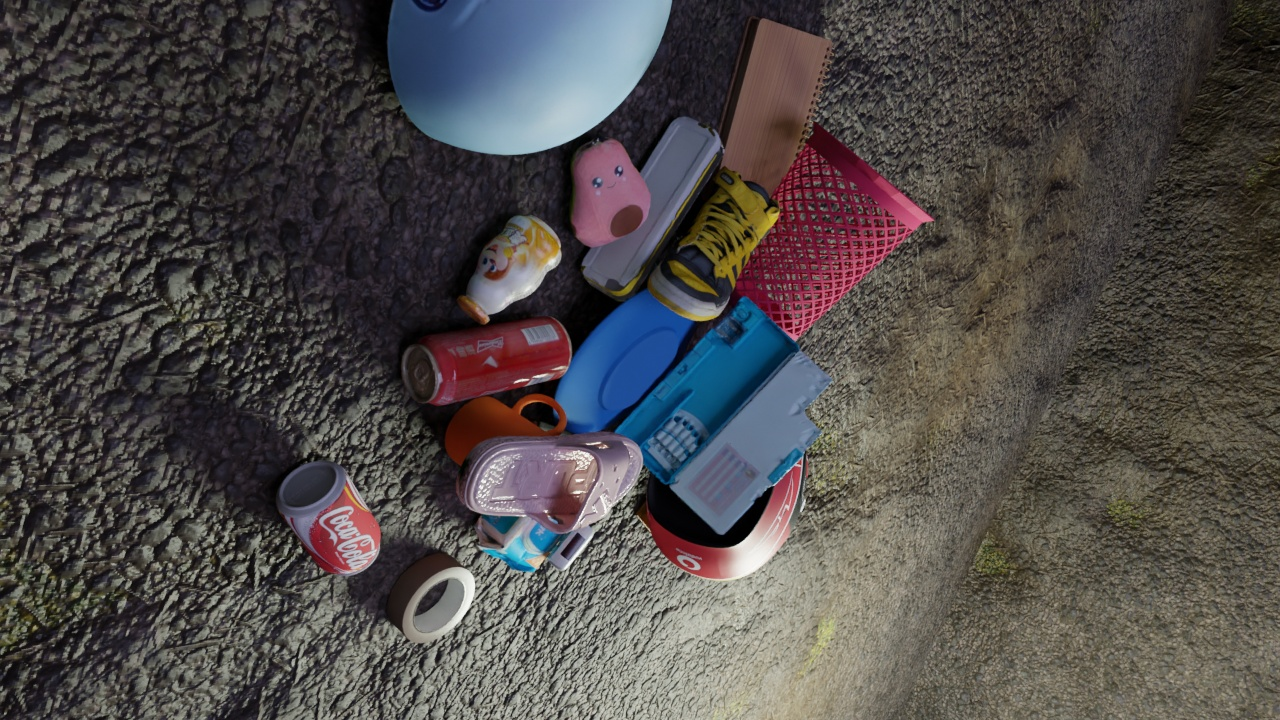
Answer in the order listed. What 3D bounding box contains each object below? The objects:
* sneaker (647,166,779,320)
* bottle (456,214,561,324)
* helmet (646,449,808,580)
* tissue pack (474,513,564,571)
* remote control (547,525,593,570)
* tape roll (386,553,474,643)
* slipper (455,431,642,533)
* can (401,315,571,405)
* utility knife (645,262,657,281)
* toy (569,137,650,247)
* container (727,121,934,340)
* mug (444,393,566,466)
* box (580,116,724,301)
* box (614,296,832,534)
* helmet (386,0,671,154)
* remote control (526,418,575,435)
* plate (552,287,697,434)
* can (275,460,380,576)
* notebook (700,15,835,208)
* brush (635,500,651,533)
[{"bbox_3d":[0.086,-0.131,0.992,0.122,0.086,0.238,-59,179,27],"label":"sneaker"},{"bbox_3d":[-0.125,-0.084,0.864,0.108,0.063,0.063,-51,143,-15],"label":"bottle"},{"bbox_3d":[0.118,0.150,1.198,0.271,0.198,0.224,-71,160,-3],"label":"helmet"},{"bbox_3d":[-0.117,0.170,1.044,0.144,0.062,0.093,-52,145,-12],"label":"tissue pack"},{"bbox_3d":[-0.084,0.219,1.092,0.060,0.025,0.138,-50,178,-12],"label":"remote control"},{"bbox_3d":[-0.227,0.258,0.996,0.093,0.030,0.094,-29,133,-37],"label":"tape roll"},{"bbox_3d":[-0.072,0.122,0.900,0.239,0.064,0.094,8,107,-51],"label":"slipper"},{"bbox_3d":[-0.145,-0.001,0.892,0.169,0.067,0.067,-14,123,-46],"label":"can"},{"bbox_3d":[0.021,-0.088,1.083,0.022,0.015,0.120,-48,144,-15],"label":"utility knife"},{"bbox_3d":[-0.037,-0.171,0.921,0.090,0.051,0.110,-25,123,-7],"label":"toy"},{"bbox_3d":[0.209,-0.143,1.123,0.226,0.183,0.183,-51,148,18],"label":"container"},{"bbox_3d":[-0.129,0.078,0.940,0.112,0.096,0.078,-48,142,-18],"label":"mug"},{"bbox_3d":[0.014,-0.162,0.983,0.209,0.066,0.044,-58,162,-4],"label":"box"},{"bbox_3d":[0.108,0.066,1.076,0.227,0.182,0.039,-47,173,7],"label":"box"},{"bbox_3d":[-0.076,-0.274,0.717,0.225,0.167,0.266,-1,123,-61],"label":"helmet"},{"bbox_3d":[-0.089,0.091,1.043,0.151,0.041,0.020,31,63,-54],"label":"remote control"},{"bbox_3d":[-0.006,0.006,1.051,0.223,0.024,0.225,-37,153,-22],"label":"plate"},{"bbox_3d":[-0.279,0.144,0.828,0.064,0.064,0.105,-41,139,-26],"label":"can"},{"bbox_3d":[0.158,-0.290,1.107,0.168,0.022,0.211,-7,119,-48],"label":"notebook"},{"bbox_3d":[0.033,0.232,1.307,0.048,0.017,0.126,-51,143,-15],"label":"brush"}]
